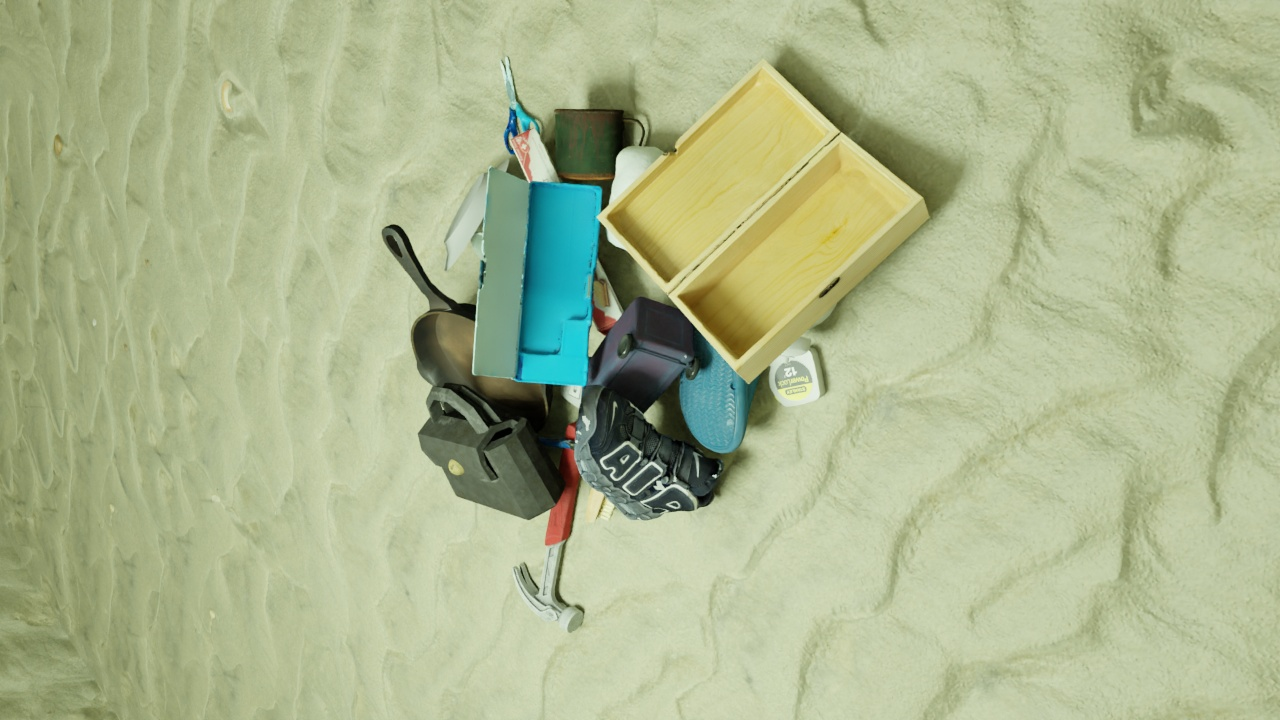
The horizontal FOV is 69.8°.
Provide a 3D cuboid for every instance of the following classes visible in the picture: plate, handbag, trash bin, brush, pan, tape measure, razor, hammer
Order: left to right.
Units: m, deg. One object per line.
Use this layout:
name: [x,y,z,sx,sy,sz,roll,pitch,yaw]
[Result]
pan: [-0.240,-0.040,1.246,0.249,0.043,0.356,1,131,38]
plate: [-0.228,-0.200,1.229,0.019,0.172,0.173,29,127,-20]
handbag: [-0.226,0.117,1.268,0.198,0.102,0.199,5,128,47]
razor: [-0.114,0.115,1.267,0.141,0.018,0.044,8,138,35]
hammer: [-0.118,0.233,1.327,0.126,0.036,0.316,25,114,32]
tape measure: [-0.081,0.033,1.256,0.060,0.020,0.062,24,115,30]
brush: [-0.041,0.167,1.243,0.039,0.049,0.117,24,115,5]
trash bin: [-0.007,0.006,1.118,0.161,0.093,0.092,-50,29,46]
tape measure: [0.179,0.019,1.062,0.064,0.016,0.065,-14,93,38]

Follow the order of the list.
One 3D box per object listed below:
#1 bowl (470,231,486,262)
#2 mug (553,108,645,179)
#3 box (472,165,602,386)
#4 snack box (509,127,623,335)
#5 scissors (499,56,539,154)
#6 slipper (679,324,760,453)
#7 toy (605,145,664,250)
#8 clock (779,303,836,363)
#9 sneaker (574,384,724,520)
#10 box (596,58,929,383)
bowl: [-0.140,-0.130,1.223,0.174,0.067,0.174,34,161,13]
mug: [-0.050,-0.266,1.126,0.111,0.084,0.081,3,106,7]
box: [-0.130,-0.096,1.096,0.075,0.166,0.243,2,87,57]
snack box: [-0.092,-0.161,1.178,0.044,0.076,0.273,-26,85,3]
scissors: [-0.176,-0.345,1.237,0.073,0.016,0.134,-19,89,40]
slipper: [0.097,0.003,1.095,0.104,0.059,0.213,1,88,45]
toy: [0.048,-0.174,1.072,0.209,0.085,0.138,14,110,28]
clock: [0.153,-0.067,1.006,0.120,0.061,0.159,43,101,19]
sneaker: [0.021,0.118,1.100,0.151,0.097,0.253,-3,145,22]
box: [0.121,-0.150,0.963,0.247,0.076,0.257,-43,71,6]
